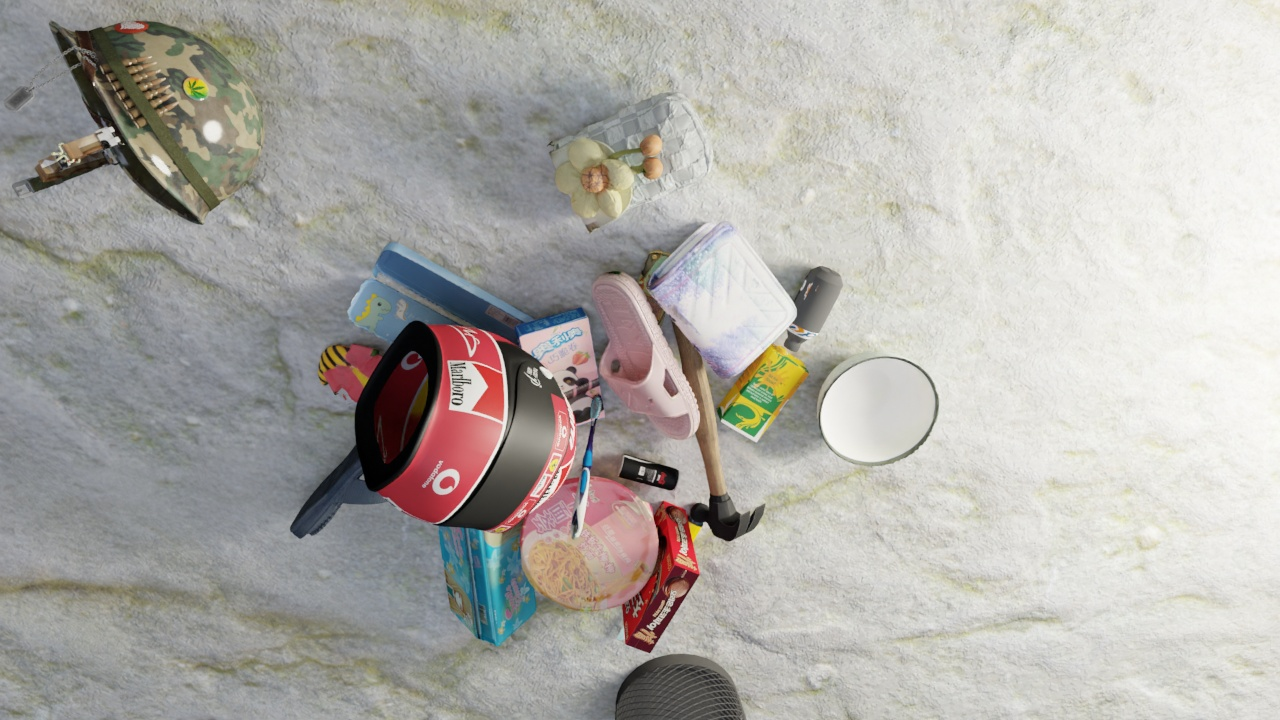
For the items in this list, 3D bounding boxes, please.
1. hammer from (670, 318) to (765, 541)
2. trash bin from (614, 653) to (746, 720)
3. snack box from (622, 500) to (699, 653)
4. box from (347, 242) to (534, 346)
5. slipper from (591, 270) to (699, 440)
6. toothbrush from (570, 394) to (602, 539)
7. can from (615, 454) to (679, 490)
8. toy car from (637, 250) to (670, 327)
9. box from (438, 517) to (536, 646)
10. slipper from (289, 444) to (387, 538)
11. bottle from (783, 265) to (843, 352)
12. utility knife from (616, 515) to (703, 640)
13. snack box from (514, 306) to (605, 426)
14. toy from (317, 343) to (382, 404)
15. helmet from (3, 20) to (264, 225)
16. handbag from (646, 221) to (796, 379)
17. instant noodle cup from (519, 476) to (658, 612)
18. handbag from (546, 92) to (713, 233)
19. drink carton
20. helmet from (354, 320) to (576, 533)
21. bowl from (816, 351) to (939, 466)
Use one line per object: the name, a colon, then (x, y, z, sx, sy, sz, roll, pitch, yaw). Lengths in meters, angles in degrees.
hammer: (0.085, 0.084, 1.172, 0.040, 0.132, 0.305, -20, 106, -28)
trash bin: (0.063, 0.564, 1.293, 0.217, 0.227, 0.218, -1, 112, -4)
snack box: (0.022, 0.283, 1.215, 0.036, 0.152, 0.133, 24, 109, -13)
box: (-0.239, -0.052, 1.120, 0.209, 0.047, 0.122, 30, 106, -14)
slipper: (-0.007, 0.007, 1.119, 0.064, 0.094, 0.239, -42, 121, -33)
toothbrush: (-0.069, 0.135, 1.151, 0.016, 0.017, 0.189, 10, 96, 5)
can: (0.010, 0.150, 1.224, 0.080, 0.031, 0.032, 16, 110, -10)
toy car: (0.016, -0.076, 1.123, 0.047, 0.047, 0.112, 16, 109, -9)
box: (-0.221, 0.259, 1.245, 0.117, 0.097, 0.227, 11, 116, 29)
slipper: (-0.340, 0.150, 1.165, 0.082, 0.101, 0.264, 41, 108, -17)
bottle: (0.211, -0.062, 1.142, 0.047, 0.047, 0.112, 20, 109, -12)
utility knife: (0.024, 0.312, 1.300, 0.030, 0.019, 0.228, 27, 104, -9)
snack box: (-0.098, 0.016, 1.137, 0.088, 0.033, 0.154, -16, 124, -13)
toy: (-0.351, 0.017, 1.140, 0.103, 0.046, 0.084, 22, 113, -4)
helmet: (-0.519, -0.239, 0.935, 0.224, 0.193, 0.235, 46, 71, -26)
handbag: (0.094, -0.074, 1.105, 0.126, 0.069, 0.158, -44, 110, -9)
instant noodle cup: (-0.064, 0.232, 1.210, 0.179, 0.077, 0.178, 0, 96, 3)
handbag: (-0.008, -0.223, 1.020, 0.172, 0.123, 0.112, -23, 106, 12)
drink carton: (0.158, 0.037, 1.183, 0.058, 0.041, 0.123, 30, 108, -15)
helmet: (-0.179, 0.079, 1.008, 0.224, 0.271, 0.198, 29, 104, -32)
bowl: (0.297, 0.053, 1.182, 0.153, 0.072, 0.153, -1, 113, -3)
